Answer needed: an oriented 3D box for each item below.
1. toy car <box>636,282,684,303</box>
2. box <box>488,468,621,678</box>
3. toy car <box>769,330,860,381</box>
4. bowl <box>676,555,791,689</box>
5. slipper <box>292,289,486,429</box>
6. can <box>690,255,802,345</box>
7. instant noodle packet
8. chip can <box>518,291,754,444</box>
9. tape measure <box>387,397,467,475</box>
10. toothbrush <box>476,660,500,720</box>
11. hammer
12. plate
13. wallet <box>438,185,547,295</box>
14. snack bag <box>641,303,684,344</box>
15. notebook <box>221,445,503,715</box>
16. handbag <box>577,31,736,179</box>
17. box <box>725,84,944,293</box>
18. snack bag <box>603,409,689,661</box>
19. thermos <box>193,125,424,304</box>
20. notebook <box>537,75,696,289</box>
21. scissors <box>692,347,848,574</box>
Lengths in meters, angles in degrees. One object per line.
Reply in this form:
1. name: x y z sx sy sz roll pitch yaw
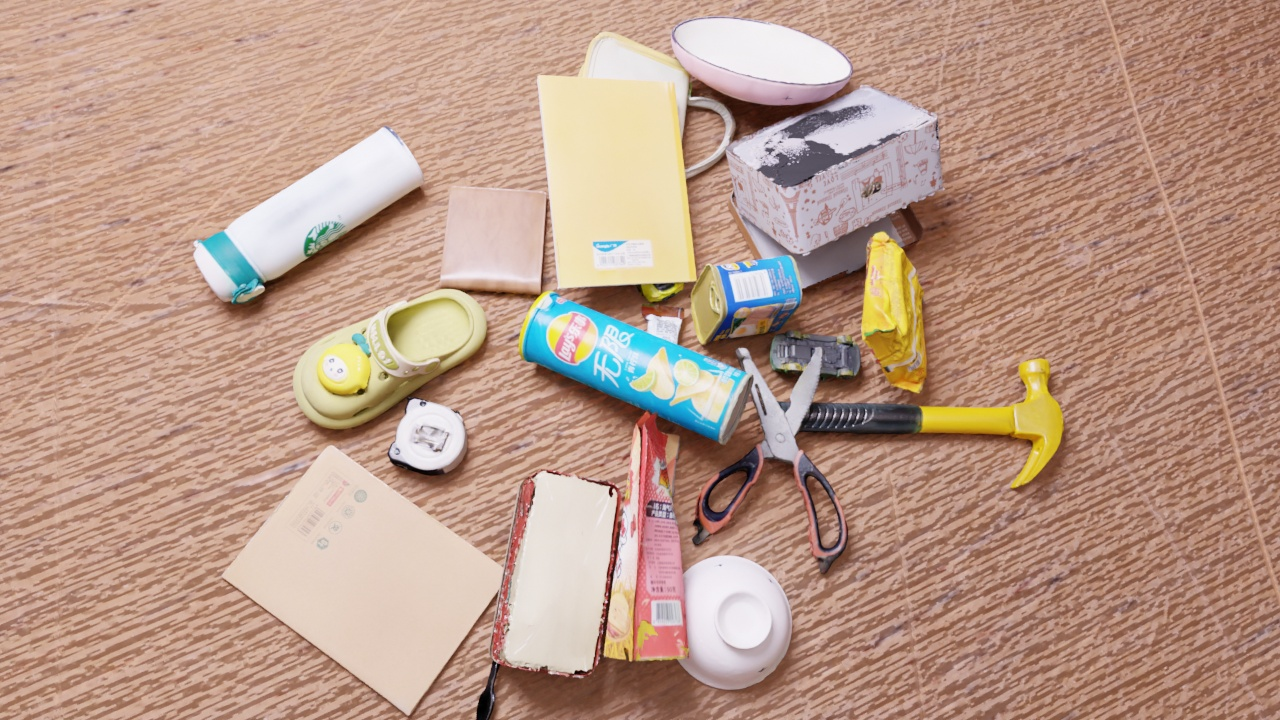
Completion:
1. toy car: 0.005 -0.109 0.928 0.048 0.032 0.105 -27 76 -13
2. box: -0.073 0.183 0.795 0.091 0.078 0.168 13 70 -15
3. toy car: 0.172 -0.004 0.910 0.091 0.036 0.043 5 71 -3
4. bowl: 0.084 0.230 0.813 0.118 0.065 0.118 2 72 -5
5. slipper: -0.233 -0.014 0.849 0.190 0.082 0.091 -30 75 -16
6. can: 0.101 -0.058 0.887 0.083 0.102 0.057 -9 74 -12
7. instant noodle packet: 0.246 -0.044 0.889 0.044 0.111 0.128 -14 49 31
8. chip can: -0.005 0.005 0.846 0.210 0.071 0.071 22 71 15
9. tape measure: -0.194 0.073 0.849 0.066 0.034 0.065 15 73 -1
10. toothbrush: -0.118 0.230 0.821 0.014 0.016 0.189 10 69 7
11. hammer: 0.271 0.059 0.903 0.300 0.033 0.128 2 71 -6
12. plate: 0.124 -0.310 0.964 0.192 0.039 0.192 7 37 -6
13. wallet: -0.146 -0.122 0.924 0.101 0.020 0.115 4 70 -4
14. snack bag: 0.020 -0.004 0.899 0.048 0.026 0.104 5 71 -11
15. notebook: -0.243 0.192 0.820 0.207 0.008 0.147 34 73 5
16. handbag: 0.013 -0.240 0.963 0.178 0.063 0.163 14 71 -17
17. box: 0.194 -0.161 0.938 0.181 0.166 0.150 -25 36 -9
18. snack bag: 0.010 0.154 0.802 0.073 0.128 0.207 -1 75 14
19. thermos: -0.318 -0.138 0.885 0.224 0.073 0.073 -38 80 -15
20. notebook: -0.022 -0.175 0.894 0.145 0.010 0.206 -5 86 -22
21. scissors: 0.132 0.095 0.863 0.189 0.015 0.225 34 88 1
